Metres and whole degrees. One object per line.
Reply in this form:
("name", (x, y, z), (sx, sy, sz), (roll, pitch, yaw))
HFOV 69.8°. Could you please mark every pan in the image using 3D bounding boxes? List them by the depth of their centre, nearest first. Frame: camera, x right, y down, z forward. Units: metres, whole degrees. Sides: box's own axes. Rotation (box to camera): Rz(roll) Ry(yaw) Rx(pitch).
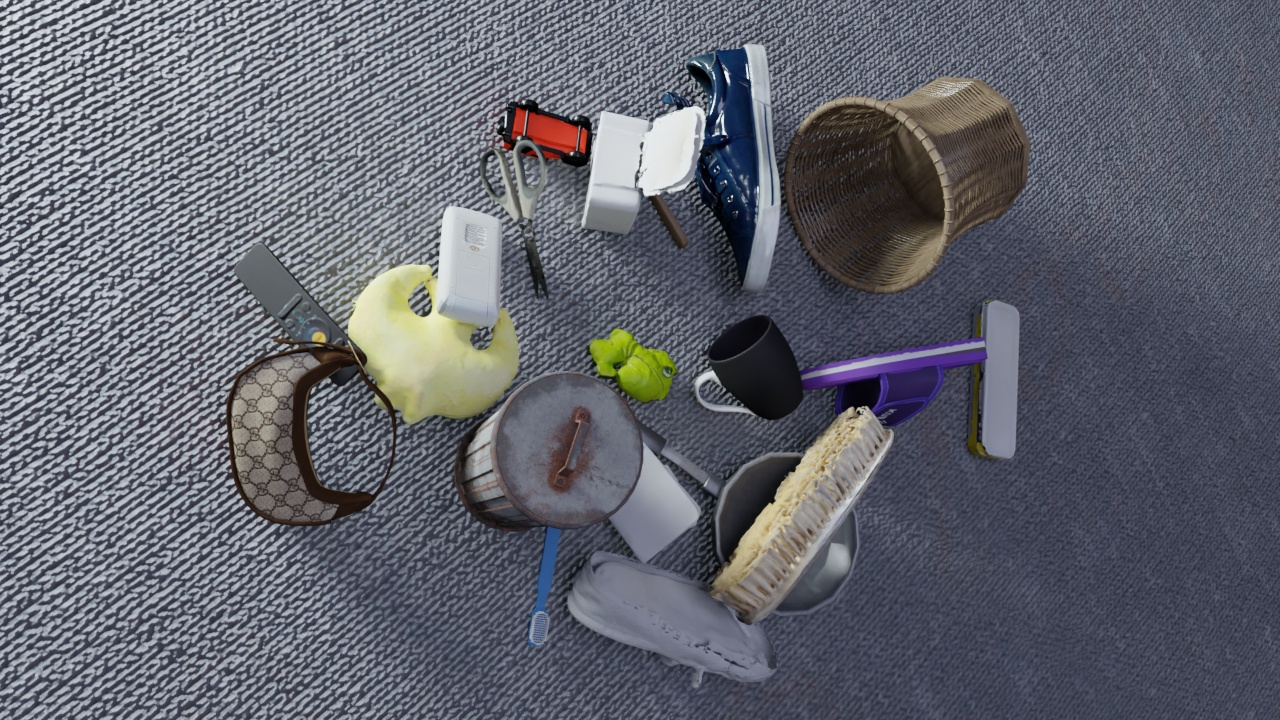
("pan", (0.085, 0.141, 1.006), (0.357, 0.041, 0.178), (35, 70, -9))

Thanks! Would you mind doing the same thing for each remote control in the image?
("remote control", (-0.311, -0.042, 0.843), (0.041, 0.020, 0.152), (-43, 85, 7))
("remote control", (-0.168, -0.095, 0.909), (0.060, 0.026, 0.138), (13, 51, -23))

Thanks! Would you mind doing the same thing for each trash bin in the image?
("trash bin", (-0.089, 0.090, 0.833), (0.130, 0.212, 0.130), (5, 76, -21))

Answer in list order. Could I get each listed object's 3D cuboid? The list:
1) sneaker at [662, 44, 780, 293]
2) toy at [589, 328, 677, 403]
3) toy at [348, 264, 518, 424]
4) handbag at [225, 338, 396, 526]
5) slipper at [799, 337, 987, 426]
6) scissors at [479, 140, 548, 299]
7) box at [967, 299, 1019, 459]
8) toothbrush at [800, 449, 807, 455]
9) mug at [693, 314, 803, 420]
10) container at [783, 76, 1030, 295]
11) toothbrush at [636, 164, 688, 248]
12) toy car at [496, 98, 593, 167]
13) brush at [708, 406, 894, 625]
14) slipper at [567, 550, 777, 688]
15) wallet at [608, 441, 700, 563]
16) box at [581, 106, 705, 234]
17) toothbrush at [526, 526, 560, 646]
("sneaker", (0.090, -0.219, 1.044), (0.127, 0.121, 0.294), (-4, 80, -2))
("toy", (-0.006, 0.006, 0.987), (0.094, 0.036, 0.093), (-26, 81, -37))
("toy", (-0.204, -0.011, 0.885), (0.170, 0.065, 0.154), (30, 62, -12))
("handbag", (-0.289, 0.061, 0.817), (0.138, 0.063, 0.166), (-5, 92, -13))
("slipper", (0.311, 0.033, 1.093), (0.266, 0.107, 0.084), (-9, 85, -30))
("scissors", (-0.112, -0.148, 0.948), (0.169, 0.132, 0.012), (52, 29, 6))
("box", (0.462, 0.024, 1.201), (0.064, 0.033, 0.209), (13, 77, -24))
("toothbrush", (0.216, 0.179, 1.070), (0.022, 0.016, 0.155), (-16, 87, 6))
("mug", (0.121, 0.023, 1.026), (0.119, 0.085, 0.100), (-34, 111, 4))
("container", (0.318, -0.217, 1.076), (0.195, 0.227, 0.227), (-28, 93, -33))
("toothbrush", (0.009, -0.201, 1.039), (0.016, 0.016, 0.167), (-33, 95, -25))
("toy car", (-0.101, -0.239, 0.977), (0.100, 0.049, 0.051), (11, 76, -23))
("brush", (0.173, 0.159, 0.963), (0.056, 0.083, 0.270), (44, 69, -7))
("slipper", (0.037, 0.274, 0.943), (0.246, 0.075, 0.112), (26, 41, -21))
("wallet", (0.000, 0.140, 0.948), (0.086, 0.032, 0.116), (-36, 83, 5))
("box", (-0.011, -0.201, 0.936), (0.083, 0.191, 0.110), (10, 80, -24))
("toothbrush", (-0.092, 0.203, 0.927), (0.016, 0.014, 0.166), (14, 75, -22))
